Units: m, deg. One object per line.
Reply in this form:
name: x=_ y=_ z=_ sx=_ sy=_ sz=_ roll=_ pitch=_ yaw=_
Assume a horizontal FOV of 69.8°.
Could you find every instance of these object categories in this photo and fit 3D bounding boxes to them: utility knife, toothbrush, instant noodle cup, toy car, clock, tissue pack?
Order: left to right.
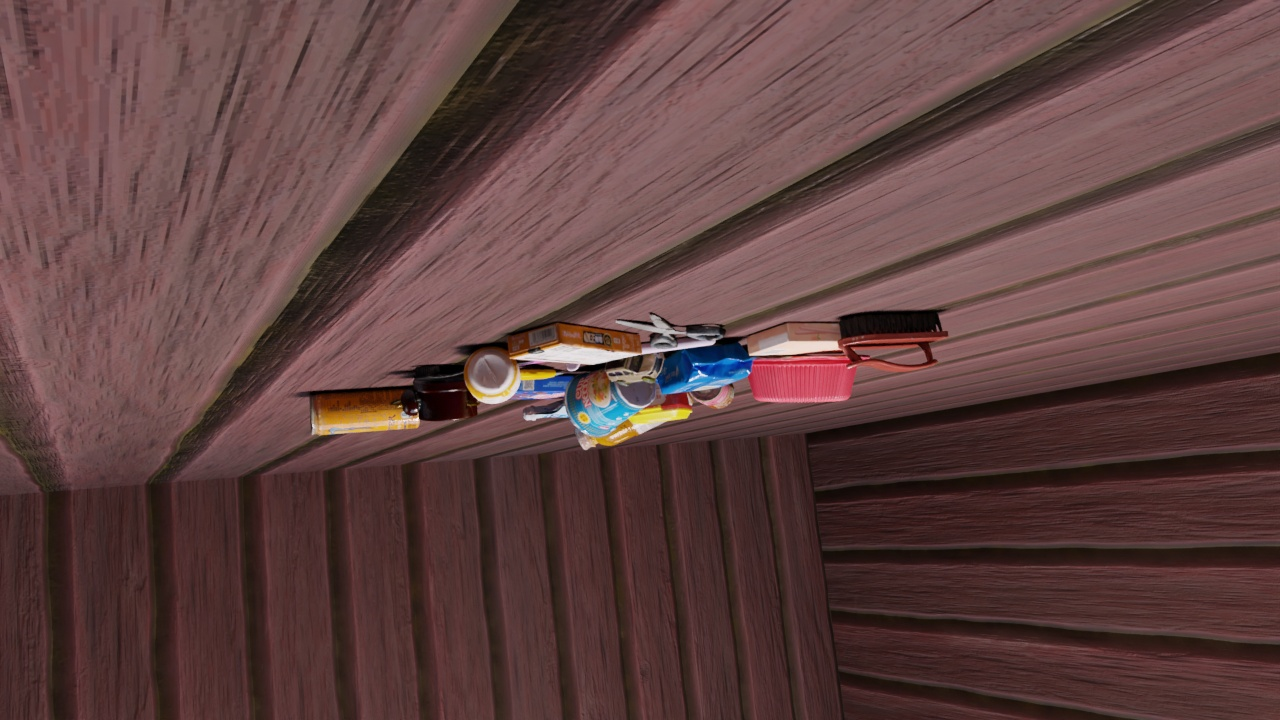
clock: x=-0.261 y=0.047 z=1.181 sx=0.122 sy=0.055 sz=0.082 roll=-3 pitch=-174 yaw=3
toothbrush: x=-0.188 y=0.005 z=1.151 sx=0.189 sy=0.017 sz=0.014 roll=-8 pitch=173 yaw=-14
utility knife: x=-0.146 y=0.018 z=1.225 sx=0.033 sy=0.015 sz=0.192 roll=-9 pitch=177 yaw=19
instant noodle cup: x=-0.037 y=0.047 z=1.291 sx=0.099 sy=0.099 sz=0.110 roll=0 pitch=161 yaw=-39
toy car: x=-0.007 y=0.007 z=1.177 sx=0.035 sy=0.042 sz=0.091 roll=30 pitch=156 yaw=-38
toothbrush: x=0.000 y=-0.011 z=1.143 sx=0.189 sy=0.029 sz=0.021 roll=-9 pitch=134 yaw=10
tissue pack: x=0.083 y=0.009 z=1.229 sx=0.095 sy=0.052 sz=0.157 roll=-6 pitch=172 yaw=-18
instant noodle cup: x=0.226 y=0.024 z=1.294 sx=0.194 sy=0.066 sz=0.194 roll=0 pitch=-179 yaw=0

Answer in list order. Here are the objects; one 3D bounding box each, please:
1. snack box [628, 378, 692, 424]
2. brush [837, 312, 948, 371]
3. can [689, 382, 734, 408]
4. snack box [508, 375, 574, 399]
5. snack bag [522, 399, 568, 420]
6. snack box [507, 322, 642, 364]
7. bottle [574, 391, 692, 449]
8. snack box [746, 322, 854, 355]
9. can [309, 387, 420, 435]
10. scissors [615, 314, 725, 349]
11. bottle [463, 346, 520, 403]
snack box: x=0.024 y=0.050 z=1.368 sx=0.091 sy=0.080 sz=0.082 roll=-9 pitch=172 yaw=18
brush: x=0.306 y=-0.021 z=1.132 sx=0.145 sy=0.069 sz=0.063 roll=-2 pitch=170 yaw=-26
can: x=0.114 y=0.044 z=1.471 sx=0.058 sy=0.058 sz=0.147 roll=-8 pitch=171 yaw=12
snack box: x=-0.144 y=0.040 z=1.355 sx=0.156 sy=0.026 sz=0.085 roll=1 pitch=170 yaw=-40
snack bag: x=-0.098 y=0.071 z=1.489 sx=0.110 sy=0.039 sz=0.190 roll=-1 pitch=-175 yaw=39
snack box: x=-0.071 y=-0.016 z=1.030 sx=0.075 sy=0.026 sz=0.153 roll=-12 pitch=170 yaw=33
bottle: x=-0.012 y=0.084 z=1.447 sx=0.189 sy=0.068 sz=0.068 roll=-26 pitch=170 yaw=3
snack box: x=0.223 y=-0.027 z=1.173 sx=0.157 sy=0.026 sz=0.085 roll=-2 pitch=170 yaw=-30
can: x=-0.384 y=0.071 z=1.280 sx=0.145 sy=0.058 sz=0.058 roll=-3 pitch=171 yaw=-21
scissors: x=0.033 y=-0.035 z=1.045 sx=0.170 sy=0.014 sz=0.160 roll=-1 pitch=168 yaw=-19
bottle: x=-0.172 y=0.020 z=1.077 sx=0.063 sy=0.063 sz=0.108 roll=-5 pitch=171 yaw=-6
